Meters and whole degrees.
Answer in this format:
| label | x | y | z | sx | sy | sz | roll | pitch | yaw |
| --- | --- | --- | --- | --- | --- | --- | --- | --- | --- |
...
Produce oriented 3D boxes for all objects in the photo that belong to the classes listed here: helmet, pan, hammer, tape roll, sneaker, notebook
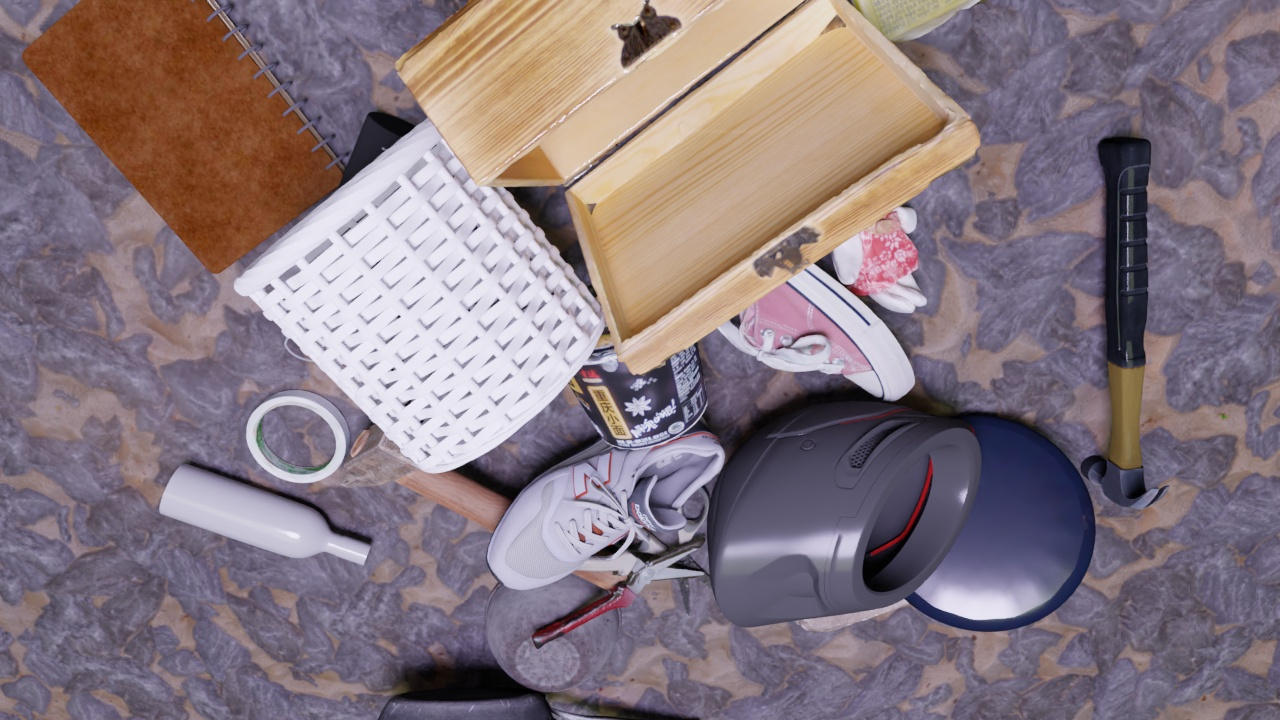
| label | x | y | z | sx | sy | sz | roll | pitch | yaw |
| --- | --- | --- | --- | --- | --- | --- | --- | --- | --- |
| helmet | 0.156 | 0.125 | 0.801 | 0.264 | 0.170 | 0.164 | -38 | 126 | -27 |
| pan | -0.099 | 0.374 | 0.962 | 0.356 | 0.188 | 0.055 | 5 | 75 | -21 |
| hammer | -0.138 | 0.149 | 0.880 | 0.300 | 0.037 | 0.158 | 32 | 149 | -23 |
| pan | 0.237 | 0.160 | 0.871 | 0.357 | 0.021 | 0.198 | -9 | 76 | 16 |
| tape roll | -0.329 | 0.074 | 0.884 | 0.094 | 0.018 | 0.094 | 0 | 112 | 1 |
| sneaker | 0.133 | -0.032 | 0.797 | 0.241 | 0.118 | 0.088 | 40 | 87 | -9 |
| hammer | 0.425 | -0.024 | 0.802 | 0.025 | 0.117 | 0.333 | -8 | 107 | 1 |
| sneaker | -0.020 | 0.122 | 0.800 | 0.239 | 0.124 | 0.089 | -40 | 112 | -17 |
| notebook | -0.371 | -0.206 | 0.766 | 0.168 | 0.024 | 0.225 | -31 | 109 | 14 |

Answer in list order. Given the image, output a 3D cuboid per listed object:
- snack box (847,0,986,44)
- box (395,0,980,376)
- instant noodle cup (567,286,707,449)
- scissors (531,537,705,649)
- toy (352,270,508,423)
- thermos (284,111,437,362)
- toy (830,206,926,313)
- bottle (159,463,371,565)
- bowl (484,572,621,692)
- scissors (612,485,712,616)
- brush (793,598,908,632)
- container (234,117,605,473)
| label | x | y | z | sx | sy | sz | roll | pitch | yaw |
| --- | --- | --- | --- | --- | --- | --- | --- | --- | --- |
| snack box | 0.196 | -0.342 | 0.699 | 0.121 | 0.045 | 0.181 | -26 | 113 | 8 |
| box | 0.045 | -0.177 | 0.665 | 0.279 | 0.269 | 0.263 | -36 | 96 | 13 |
| instant noodle cup | -0.005 | 0.005 | 0.799 | 0.137 | 0.137 | 0.112 | -17 | 120 | 7 |
| scissors | -0.032 | 0.215 | 0.892 | 0.195 | 0.015 | 0.179 | -47 | 123 | 0 |
| toy | -0.171 | -0.004 | 0.813 | 0.179 | 0.078 | 0.153 | -13 | 115 | -19 |
| thermos | -0.247 | -0.095 | 0.791 | 0.061 | 0.061 | 0.232 | 26 | 110 | -10 |
| toy | 0.184 | -0.125 | 0.768 | 0.158 | 0.084 | 0.194 | -32 | 111 | -19 |
| bottle | -0.362 | 0.159 | 0.901 | 0.195 | 0.052 | 0.052 | 21 | 111 | -9 |
| bowl | -0.092 | 0.287 | 0.944 | 0.145 | 0.067 | 0.145 | 0 | 112 | 0 |
| scissors | 0.034 | 0.187 | 0.933 | 0.157 | 0.012 | 0.169 | 18 | 112 | -6 |
| brush | 0.268 | 0.189 | 0.909 | 0.271 | 0.056 | 0.083 | -26 | 110 | 11 |
| container | -0.153 | -0.048 | 0.666 | 0.189 | 0.189 | 0.187 | -35 | 111 | 13 |
